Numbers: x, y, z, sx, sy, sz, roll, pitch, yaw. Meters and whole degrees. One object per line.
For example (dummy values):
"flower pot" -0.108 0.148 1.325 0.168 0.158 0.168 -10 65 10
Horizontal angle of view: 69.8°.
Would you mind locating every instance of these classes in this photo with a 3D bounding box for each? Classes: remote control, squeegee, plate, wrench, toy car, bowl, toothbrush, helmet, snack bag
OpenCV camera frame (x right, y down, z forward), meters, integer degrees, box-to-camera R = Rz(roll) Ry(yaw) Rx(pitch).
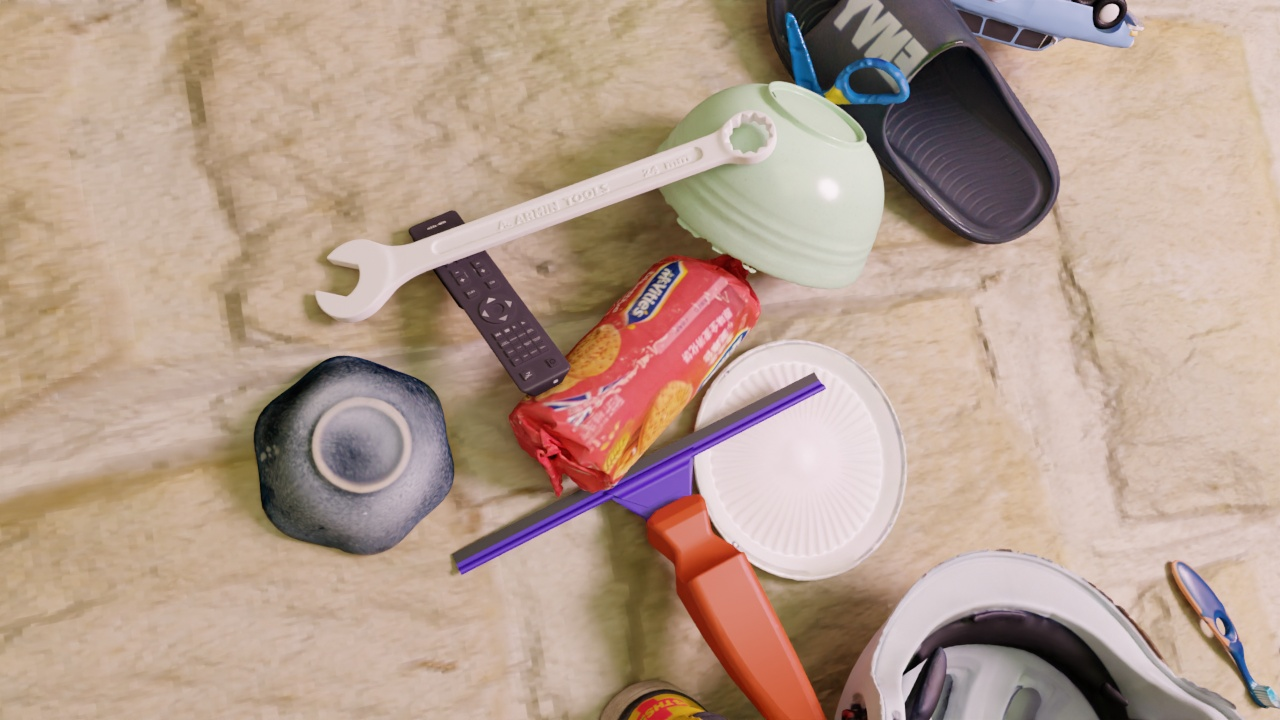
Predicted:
"remote control" -0.087 -0.034 0.520 0.032 0.015 0.136 -28 62 -21
"squeegee" 0.046 0.132 0.518 0.249 0.055 0.184 -25 57 -14
"plate" 0.105 0.064 0.602 0.156 0.014 0.157 4 79 -18
"wrench" -0.056 -0.082 0.512 0.273 0.009 0.047 -19 69 5
"toy car" 0.280 -0.254 0.658 0.153 0.055 0.056 11 40 -7
"bowl" -0.151 0.049 0.494 0.110 0.055 0.110 4 78 -19
"toothbrush" 0.440 0.207 0.690 0.021 0.017 0.135 -34 92 -24
"helmet" 0.207 0.255 0.518 0.236 0.164 0.263 4 55 -16
"bowl" 0.088 -0.119 0.559 0.151 0.077 0.150 19 35 -15
"snack bag" -0.003 0.003 0.544 0.082 0.082 0.176 46 69 -6

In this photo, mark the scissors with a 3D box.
"scissors" 0.116 -0.167 0.612 0.013 0.125 0.130 -43 133 -48

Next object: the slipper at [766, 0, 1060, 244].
"slipper" 0.184 -0.177 0.619 0.268 0.111 0.083 46 26 -12

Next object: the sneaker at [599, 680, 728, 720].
"sneaker" 0.065 0.287 0.487 0.086 0.122 0.238 -30 89 -21
